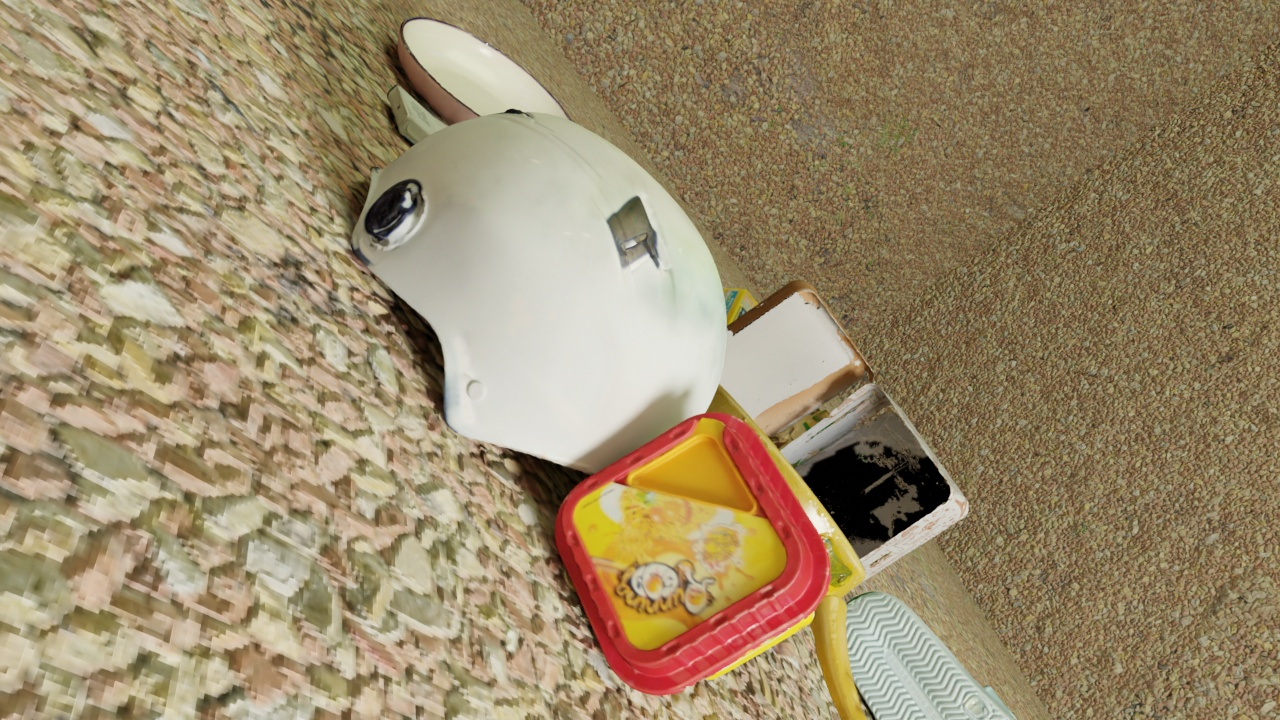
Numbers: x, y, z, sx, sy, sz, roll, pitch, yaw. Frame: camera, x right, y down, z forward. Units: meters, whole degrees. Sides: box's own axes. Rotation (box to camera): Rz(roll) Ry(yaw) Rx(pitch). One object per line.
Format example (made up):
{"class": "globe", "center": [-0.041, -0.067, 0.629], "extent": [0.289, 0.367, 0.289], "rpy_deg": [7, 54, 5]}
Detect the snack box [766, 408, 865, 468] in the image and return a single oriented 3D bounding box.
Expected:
{"class": "snack box", "center": [0.161, 0.108, 0.972], "extent": [0.117, 0.118, 0.105], "rpy_deg": [54, 2, 4]}

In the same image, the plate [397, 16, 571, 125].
{"class": "plate", "center": [-0.149, -0.249, 0.873], "extent": [0.192, 0.039, 0.192], "rpy_deg": [31, 28, -19]}

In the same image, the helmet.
{"class": "helmet", "center": [-0.040, -0.055, 0.547], "extent": [0.229, 0.146, 0.258], "rpy_deg": [37, 19, -54]}

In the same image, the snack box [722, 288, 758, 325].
{"class": "snack box", "center": [0.087, 0.009, 0.914], "extent": [0.034, 0.140, 0.087], "rpy_deg": [11, -24, 45]}

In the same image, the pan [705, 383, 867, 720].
{"class": "pan", "center": [0.101, 0.137, 0.605], "extent": [0.198, 0.078, 0.357], "rpy_deg": [53, -2, -32]}

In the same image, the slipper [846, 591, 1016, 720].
{"class": "slipper", "center": [0.261, 0.309, 0.790], "extent": [0.245, 0.104, 0.074], "rpy_deg": [52, 8, 26]}

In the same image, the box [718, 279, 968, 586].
{"class": "box", "center": [0.148, 0.077, 0.820], "extent": [0.269, 0.180, 0.136], "rpy_deg": [54, 14, 0]}

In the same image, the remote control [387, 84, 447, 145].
{"class": "remote control", "center": [-0.154, -0.169, 0.743], "extent": [0.125, 0.024, 0.049], "rpy_deg": [38, 18, -50]}

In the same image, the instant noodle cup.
{"class": "instant noodle cup", "center": [0.034, 0.108, 0.478], "extent": [0.116, 0.116, 0.124], "rpy_deg": [60, 2, 32]}
